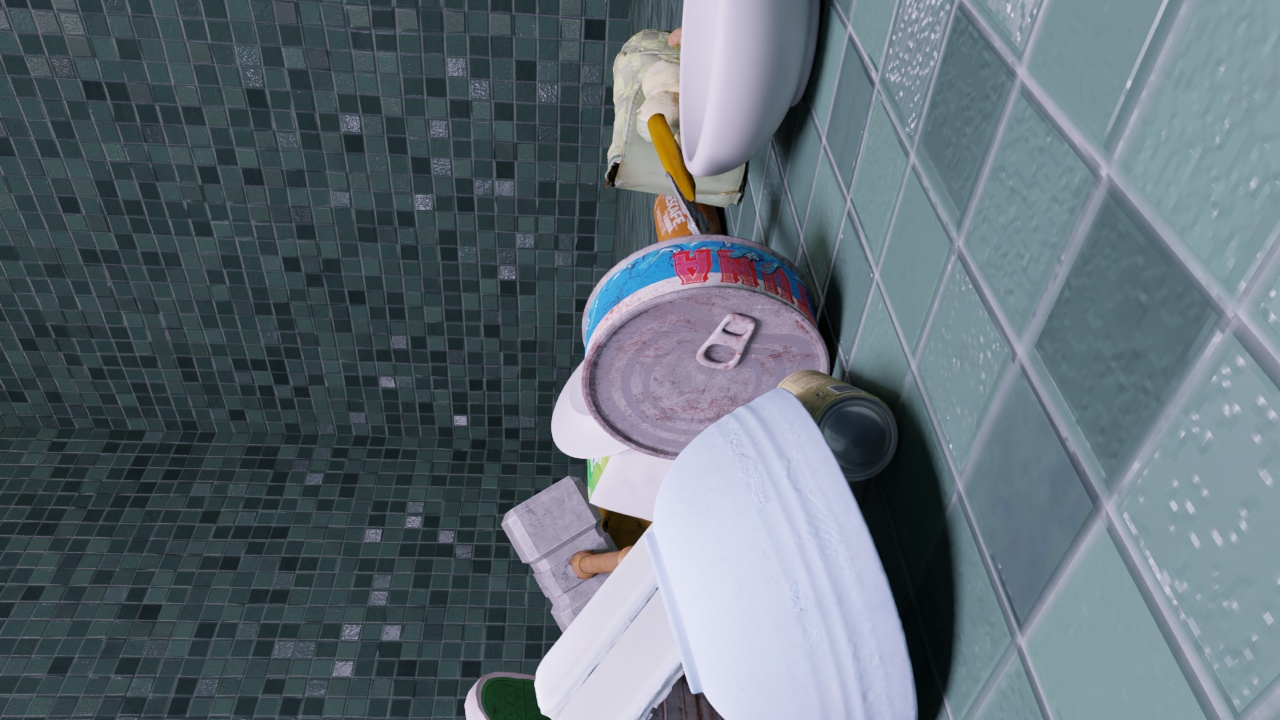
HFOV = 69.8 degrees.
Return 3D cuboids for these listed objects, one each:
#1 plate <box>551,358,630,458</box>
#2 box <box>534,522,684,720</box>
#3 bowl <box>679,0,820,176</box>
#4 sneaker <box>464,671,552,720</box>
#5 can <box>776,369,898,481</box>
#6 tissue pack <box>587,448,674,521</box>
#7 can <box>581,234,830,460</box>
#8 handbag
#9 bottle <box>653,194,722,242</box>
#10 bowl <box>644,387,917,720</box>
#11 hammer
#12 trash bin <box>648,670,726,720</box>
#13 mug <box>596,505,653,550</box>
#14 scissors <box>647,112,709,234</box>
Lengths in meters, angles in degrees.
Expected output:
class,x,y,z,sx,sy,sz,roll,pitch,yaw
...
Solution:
class,x,y,z,sx,sy,sz,roll,pitch,yaw
plate,-0.005,0.005,0.782,0.016,0.189,0.188,51,-162,-28
box,0.013,0.137,0.544,0.208,0.037,0.189,-50,4,-6
bowl,0.067,-0.200,0.553,0.176,0.066,0.176,180,92,-86
sneaker,-0.045,0.318,0.694,0.079,0.235,0.084,-46,21,19
can,0.085,0.027,0.415,0.079,0.038,0.038,-123,35,-82
tissue pack,0.023,0.032,0.827,0.197,0.120,0.142,-105,35,-55
can,0.033,-0.003,0.495,0.044,0.130,0.130,-92,6,-45
handbag,0.031,-0.216,0.756,0.117,0.113,0.186,113,160,-57
bottle,0.046,-0.108,0.825,0.167,0.059,0.059,-96,9,-58
bowl,0.046,0.093,0.379,0.150,0.075,0.150,160,92,-87
hammer,-0.038,0.180,0.814,0.162,0.082,0.318,59,162,5
trash bin,0.007,0.262,0.592,0.210,0.131,0.131,-92,5,-68
mug,0.011,0.164,1.014,0.124,0.100,0.094,-45,18,11
scissors,0.044,-0.085,0.619,0.225,0.016,0.217,-102,-15,-54
